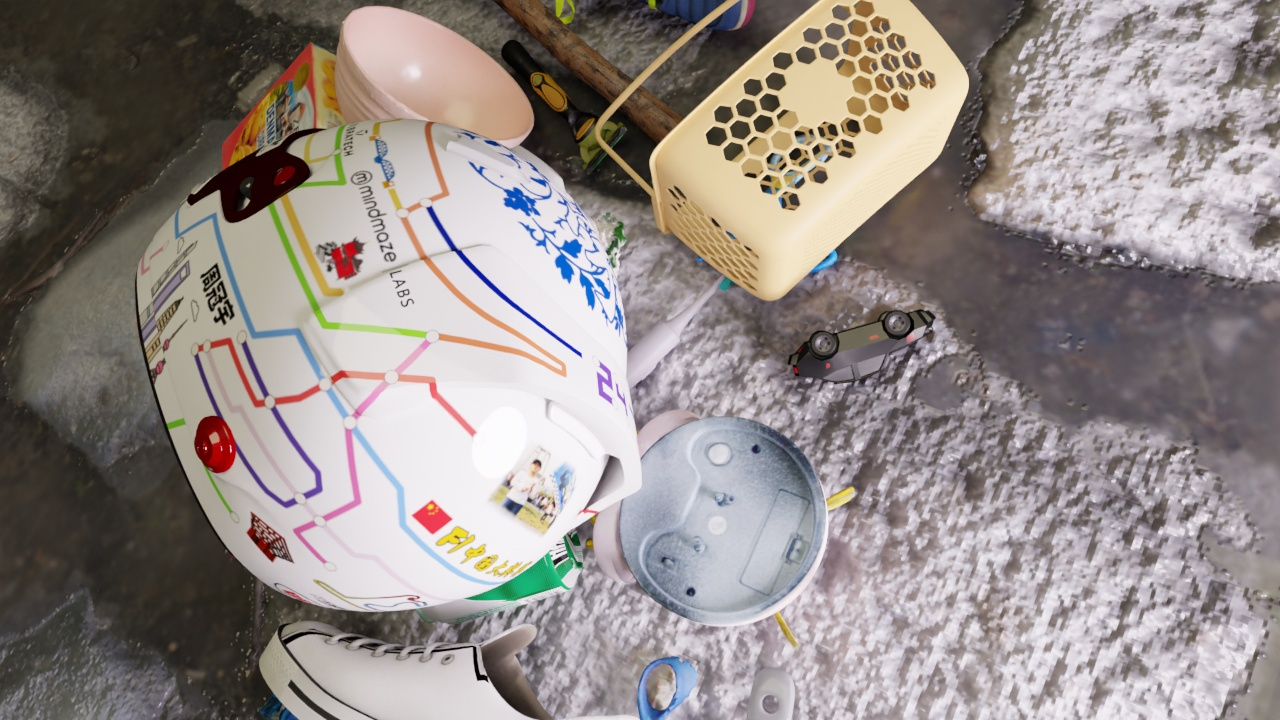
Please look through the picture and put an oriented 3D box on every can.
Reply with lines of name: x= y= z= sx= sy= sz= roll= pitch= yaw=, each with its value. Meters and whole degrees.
can: x=-0.088 y=0.127 z=0.566 sx=0.101 sy=0.053 sz=0.053 roll=-18 pitch=64 yaw=9

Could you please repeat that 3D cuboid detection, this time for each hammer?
hammer: x=-0.074 y=-0.260 z=0.701 sx=0.033 sy=0.120 sz=0.330 roll=-42 pitch=69 yaw=-9

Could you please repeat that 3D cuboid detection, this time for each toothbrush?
toothbrush: x=-0.004 y=0.004 z=0.610 sx=0.188 sy=0.018 sz=0.019 roll=-44 pitch=65 yaw=-4

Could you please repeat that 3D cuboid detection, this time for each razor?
razor: x=-0.066 y=-0.203 z=0.705 sx=0.044 sy=0.021 sz=0.144 roll=-47 pitch=63 yaw=14
razor: x=-0.186 y=0.249 z=0.566 sx=0.141 sy=0.018 sz=0.044 roll=37 pitch=82 yaw=26

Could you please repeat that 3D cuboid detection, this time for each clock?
clock: x=0.035 y=0.091 z=0.540 sx=0.158 sy=0.059 sz=0.116 roll=19 pitch=74 yaw=23

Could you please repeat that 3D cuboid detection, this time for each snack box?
snack box: x=-0.274 y=-0.146 z=0.712 sx=0.145 sy=0.040 sz=0.142 roll=-30 pitch=59 yaw=33

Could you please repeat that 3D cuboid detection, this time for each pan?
pan: x=0.031 y=0.324 z=0.417 sx=0.201 sy=0.050 sz=0.356 roll=8 pitch=86 yaw=21

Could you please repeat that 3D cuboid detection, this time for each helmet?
helmet: x=-0.130 y=-0.019 z=0.517 sx=0.236 sy=0.231 sz=0.314 roll=-36 pitch=52 yaw=4

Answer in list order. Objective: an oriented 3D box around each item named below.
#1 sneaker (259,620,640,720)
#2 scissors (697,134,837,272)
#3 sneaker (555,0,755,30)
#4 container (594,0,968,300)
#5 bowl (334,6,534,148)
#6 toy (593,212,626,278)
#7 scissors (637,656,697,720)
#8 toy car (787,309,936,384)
sneaker: x=-0.106 y=0.187 z=0.525 sx=0.246 sy=0.091 sz=0.097 roll=15 pitch=70 yaw=28
scissors: x=0.090 y=-0.108 z=0.631 sx=0.125 sy=0.014 sz=0.130 roll=38 pitch=79 yaw=25
sneaker: x=-0.017 y=-0.309 z=0.705 sx=0.090 sy=0.116 sz=0.242 roll=-30 pitch=55 yaw=-29
container: x=0.083 y=-0.155 z=0.575 sx=0.183 sy=0.129 sz=0.167 roll=-41 pitch=75 yaw=-5
bowl: x=-0.162 y=-0.185 z=0.683 sx=0.076 sy=0.152 sz=0.153 roll=-49 pitch=57 yaw=32
toy: x=-0.057 y=-0.050 z=0.638 sx=0.109 sy=0.041 sz=0.095 roll=0 pitch=68 yaw=34
scissors: x=-0.002 y=0.225 z=0.524 sx=0.129 sy=0.014 sz=0.118 roll=-12 pitch=68 yaw=17
toy car: x=0.136 y=-0.007 z=0.561 sx=0.092 sy=0.042 sz=0.036 roll=-16 pitch=90 yaw=10
